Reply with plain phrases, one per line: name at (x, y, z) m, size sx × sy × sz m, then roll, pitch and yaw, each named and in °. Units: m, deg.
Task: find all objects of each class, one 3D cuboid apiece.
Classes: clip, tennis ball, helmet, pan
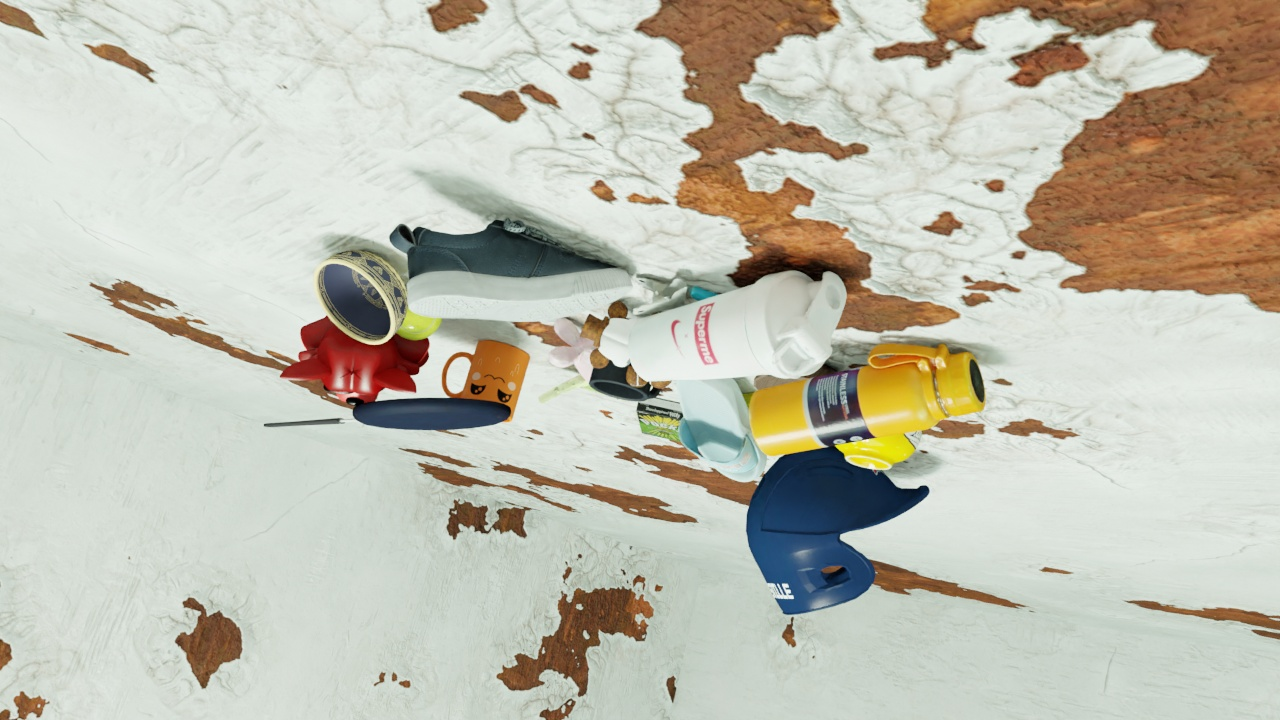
clip at (0.019, -0.067, 0.920) m, size 0.054 × 0.040 × 0.102 m, roll 0°, pitch 168°, yaw 1°
tennis ball at (-0.275, -0.057, 1.119) m, size 0.065 × 0.065 × 0.065 m, roll 13°, pitch 164°, yaw 4°
helmet at (0.287, 0.227, 1.341) m, size 0.272 × 0.223 × 0.232 m, roll -18°, pitch 169°, yaw 7°
pan at (-0.342, 0.078, 1.203) m, size 0.357 × 0.021 × 0.198 m, roll -5°, pitch 169°, yaw 16°

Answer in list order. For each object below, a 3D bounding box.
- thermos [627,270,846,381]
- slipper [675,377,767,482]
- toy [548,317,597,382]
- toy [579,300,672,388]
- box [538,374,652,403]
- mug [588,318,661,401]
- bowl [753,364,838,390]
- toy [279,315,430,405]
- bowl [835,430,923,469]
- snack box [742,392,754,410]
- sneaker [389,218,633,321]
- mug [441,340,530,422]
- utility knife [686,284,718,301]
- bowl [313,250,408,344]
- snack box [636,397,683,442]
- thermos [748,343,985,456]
thermos at (0.086, -0.021, 0.864) m, size 0.099 × 0.099 × 0.221 m, roll 26°, pitch 156°, yaw -35°
slipper at (0.095, 0.092, 1.201) m, size 0.104 × 0.074 × 0.246 m, roll 17°, pitch 151°, yaw 29°
toy at (-0.063, -0.007, 1.113) m, size 0.110 × 0.063 × 0.047 m, roll 27°, pitch 161°, yaw -29°
toy at (-0.009, -0.018, 1.003) m, size 0.112 × 0.087 × 0.067 m, roll 22°, pitch -173°, yaw 0°
box at (-0.053, 0.026, 1.242) m, size 0.140 × 0.047 × 0.188 m, roll -6°, pitch 172°, yaw -21°
mug at (-0.006, 0.006, 1.081) m, size 0.071 × 0.077 × 0.105 m, roll 0°, pitch 158°, yaw 40°
bowl at (0.190, 0.024, 1.056) m, size 0.118 × 0.030 × 0.118 m, roll 13°, pitch 163°, yaw 4°
toy at (-0.348, -0.006, 1.145) m, size 0.158 × 0.121 × 0.197 m, roll 10°, pitch -157°, yaw -12°
bowl at (0.290, 0.096, 1.145) m, size 0.117 × 0.067 × 0.117 m, roll 14°, pitch 163°, yaw 4°
snack box at (0.153, 0.063, 1.219) m, size 0.040 × 0.028 × 0.148 m, roll 25°, pitch 160°, yaw -29°
sneaker at (-0.116, -0.089, 0.865) m, size 0.235 × 0.087 × 0.089 m, roll -1°, pitch 166°, yaw -36°
mug at (-0.222, 0.025, 1.291) m, size 0.112 × 0.095 × 0.078 m, roll 16°, pitch 164°, yaw -5°
utility knife at (0.090, -0.055, 0.915) m, size 0.123 × 0.015 × 0.022 m, roll 20°, pitch 158°, yaw -10°
bowl at (-0.312, -0.082, 1.059) m, size 0.112 × 0.061 × 0.113 m, roll 17°, pitch 133°, yaw 20°
snack box at (0.039, 0.092, 1.414) m, size 0.080 × 0.025 × 0.148 m, roll 12°, pitch 163°, yaw 7°
thermos at (0.226, 0.041, 0.944) m, size 0.233 × 0.076 × 0.091 m, roll -14°, pitch 143°, yaw 34°
